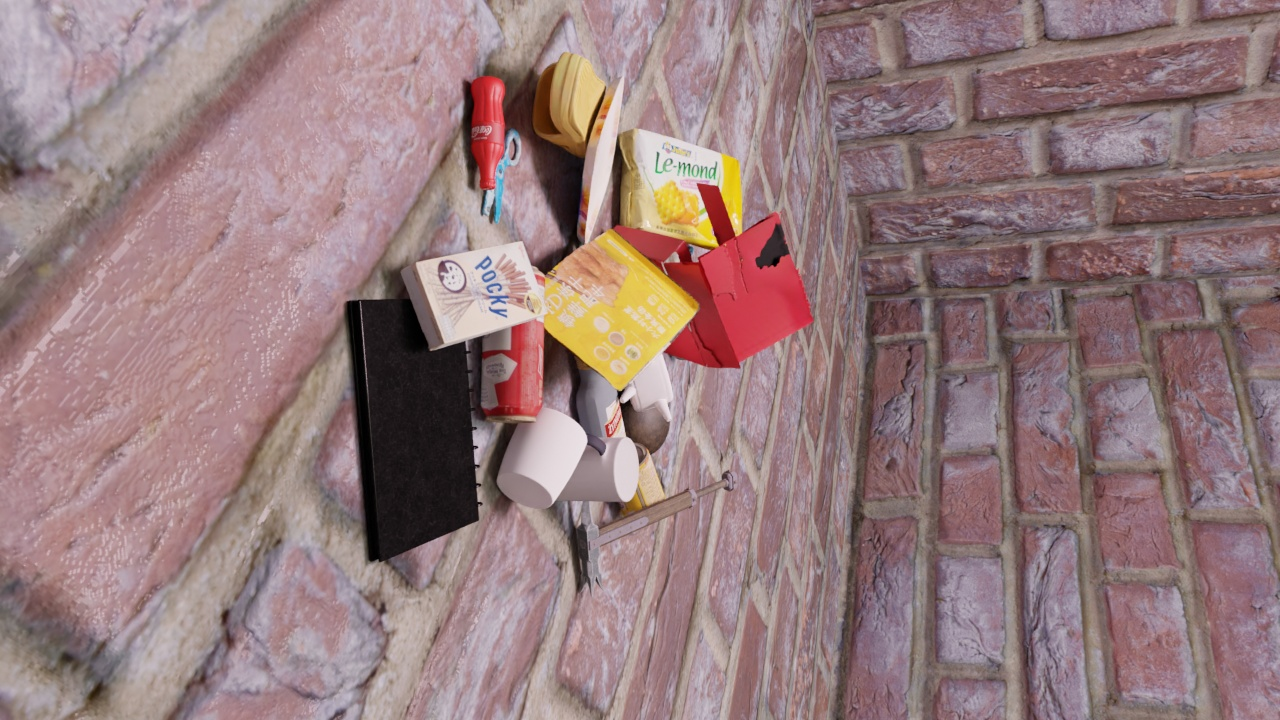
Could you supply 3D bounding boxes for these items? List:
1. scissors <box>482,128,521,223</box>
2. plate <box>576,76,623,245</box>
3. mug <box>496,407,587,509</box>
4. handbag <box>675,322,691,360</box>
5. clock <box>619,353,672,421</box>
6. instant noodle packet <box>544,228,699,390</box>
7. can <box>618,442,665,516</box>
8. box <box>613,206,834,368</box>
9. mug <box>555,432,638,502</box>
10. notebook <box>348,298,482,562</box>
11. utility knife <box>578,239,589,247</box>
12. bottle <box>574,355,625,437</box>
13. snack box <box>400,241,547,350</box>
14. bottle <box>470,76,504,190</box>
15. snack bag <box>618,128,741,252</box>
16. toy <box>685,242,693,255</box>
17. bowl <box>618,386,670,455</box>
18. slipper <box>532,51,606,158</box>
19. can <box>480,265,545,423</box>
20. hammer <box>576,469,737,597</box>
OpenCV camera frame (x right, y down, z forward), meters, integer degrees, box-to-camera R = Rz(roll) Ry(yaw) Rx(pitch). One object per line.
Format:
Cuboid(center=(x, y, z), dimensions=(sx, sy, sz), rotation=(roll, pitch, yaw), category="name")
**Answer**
Cuboid(center=(-0.166, -0.221, 1.030), dimensions=(0.090, 0.014, 0.140), rotation=(57, 39, -54), category="scissors")
Cuboid(center=(-0.055, -0.263, 1.208), dimensions=(0.187, 0.016, 0.186), rotation=(102, 2, -49), category="plate")
Cuboid(center=(-0.117, 0.121, 1.044), dimensions=(0.114, 0.081, 0.087), rotation=(110, 3, -53), category="mug")
Cuboid(center=(0.100, -0.069, 1.553), dimensions=(0.067, 0.106, 0.121), rotation=(58, 36, -45), category="handbag")
Cuboid(center=(-0.007, 0.007, 1.289), dimensions=(0.160, 0.073, 0.125), rotation=(-113, -174, -60), category="clock")
Cuboid(center=(-0.043, -0.056, 1.128), dimensions=(0.163, 0.084, 0.221), rotation=(42, 33, 2), category="instant noodle packet")
Cuboid(center=(-0.008, 0.174, 1.305), dimensions=(0.067, 0.068, 0.105), rotation=(-66, 146, -48), category="can")
Cuboid(center=(0.105, -0.089, 1.287), dimensions=(0.211, 0.316, 0.123), rotation=(63, 33, -42), category="box")
Cuboid(center=(-0.066, 0.124, 1.122), dimensions=(0.112, 0.097, 0.078), rotation=(64, 32, -45), category="mug")
Cuboid(center=(-0.209, 0.057, 0.879), dimensions=(0.169, 0.019, 0.231), rotation=(-11, 98, -67), category="notebook")
Cuboid(center=(-0.045, -0.102, 1.312), dimensions=(0.209, 0.015, 0.031), rotation=(59, 38, -45), category="utility knife")
Cuboid(center=(-0.056, 0.062, 1.224), dimensions=(0.072, 0.046, 0.161), rotation=(-48, 132, -60), category="bottle")
Cuboid(center=(-0.160, -0.067, 0.907), dimensions=(0.149, 0.026, 0.082), rotation=(-23, 93, -52), category="snack box")
Cuboid(center=(-0.166, -0.245, 0.995), dimensions=(0.036, 0.036, 0.119), rotation=(9, 79, -68), category="bottle")
Cuboid(center=(0.064, -0.253, 1.424), dimensions=(0.246, 0.068, 0.159), rotation=(7, 77, -38), category="snack bag")
Cuboid(center=(0.052, -0.219, 1.509), dimensions=(0.131, 0.097, 0.124), rotation=(-84, 172, -73), category="toy")
Cuboid(center=(0.013, 0.087, 1.381), dimensions=(0.121, 0.056, 0.121), rotation=(-2, 90, -68), category="bowl")
Cuboid(center=(-0.093, -0.311, 1.119), dimensions=(0.263, 0.078, 0.099), rotation=(-54, 155, -86), category="slipper")
Cuboid(center=(-0.138, -0.018, 0.998), dimensions=(0.067, 0.067, 0.170), rotation=(17, 72, -67), category="can")
Cuboid(center=(0.034, 0.204, 1.287), dimensions=(0.316, 0.028, 0.147), rotation=(-15, 106, -44), category="hammer")
